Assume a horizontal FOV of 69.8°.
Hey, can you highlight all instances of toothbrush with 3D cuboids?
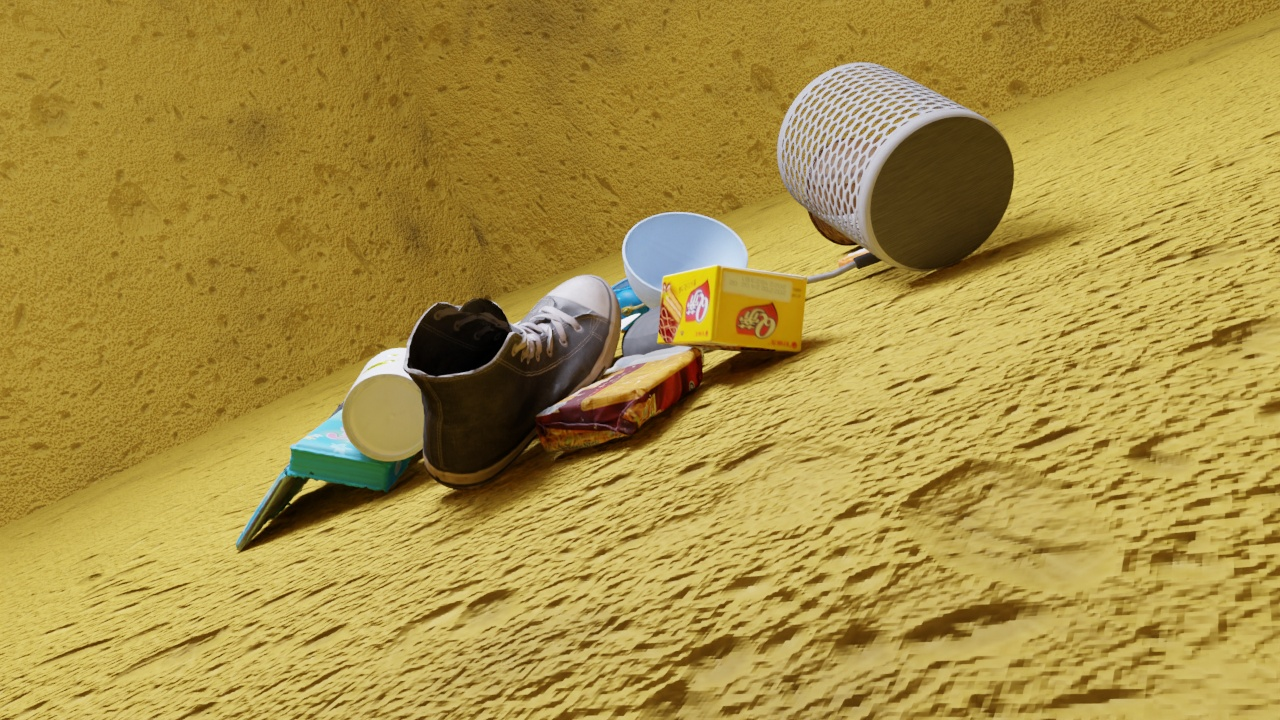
[{"bbox_3d":[-0.005,0.005,0.884,0.022,0.024,0.186,19,-18,-34],"label":"toothbrush"}]

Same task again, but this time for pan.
[{"bbox_3d":[0.141,-0.074,0.935,0.358,0.041,0.178,-20,10,11],"label":"pan"}]

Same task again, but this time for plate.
[{"bbox_3d":[-0.055,-0.012,0.994,0.134,0.011,0.134,-39,2,2],"label":"plate"}]

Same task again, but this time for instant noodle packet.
[{"bbox_3d":[-0.013,0.030,0.708,0.099,0.039,0.135,-20,5,30],"label":"instant noodle packet"}]

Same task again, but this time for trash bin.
[{"bbox_3d":[0.234,-0.180,0.853,0.156,0.156,0.183,-22,31,-2],"label":"trash bin"}]

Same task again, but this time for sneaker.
[{"bbox_3d":[-0.094,-0.018,0.731,0.095,0.120,0.234,26,51,26],"label":"sneaker"}]

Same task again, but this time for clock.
[{"bbox_3d":[0.018,-0.085,1.220,0.117,0.060,0.161,-22,12,-2],"label":"clock"}]

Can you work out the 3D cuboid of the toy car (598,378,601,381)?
[{"bbox_3d":[-0.104,0.037,0.819,0.153,0.055,0.056,-21,24,0],"label":"toy car"}]

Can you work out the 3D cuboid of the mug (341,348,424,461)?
[{"bbox_3d":[-0.223,0.039,0.839,0.082,0.082,0.106,-23,14,-3],"label":"mug"}]

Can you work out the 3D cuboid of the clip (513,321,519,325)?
[{"bbox_3d":[-0.166,-0.016,1.048,0.152,0.105,0.126,38,43,26],"label":"clip"}]

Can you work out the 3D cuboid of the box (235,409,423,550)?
[{"bbox_3d":[-0.303,0.092,0.919,0.171,0.084,0.227,-21,9,2],"label":"box"}]

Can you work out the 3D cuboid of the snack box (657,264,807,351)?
[{"bbox_3d":[0.072,-0.040,0.752,0.083,0.061,0.106,6,-2,-22],"label":"snack box"}]

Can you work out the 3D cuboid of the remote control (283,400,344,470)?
[{"bbox_3d":[-0.343,0.084,0.975,0.030,0.009,0.139,-56,7,32],"label":"remote control"}]

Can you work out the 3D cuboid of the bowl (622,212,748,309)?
[{"bbox_3d":[0.050,-0.103,1.108,0.150,0.150,0.075,-27,-34,-26],"label":"bowl"}]

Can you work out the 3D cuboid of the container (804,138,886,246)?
[{"bbox_3d":[0.295,-0.201,1.070,0.132,0.132,0.167,-26,16,-20],"label":"container"}]

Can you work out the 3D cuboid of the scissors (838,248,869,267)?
[{"bbox_3d":[0.278,-0.126,1.009,0.129,0.013,0.065,-14,13,44],"label":"scissors"}]
